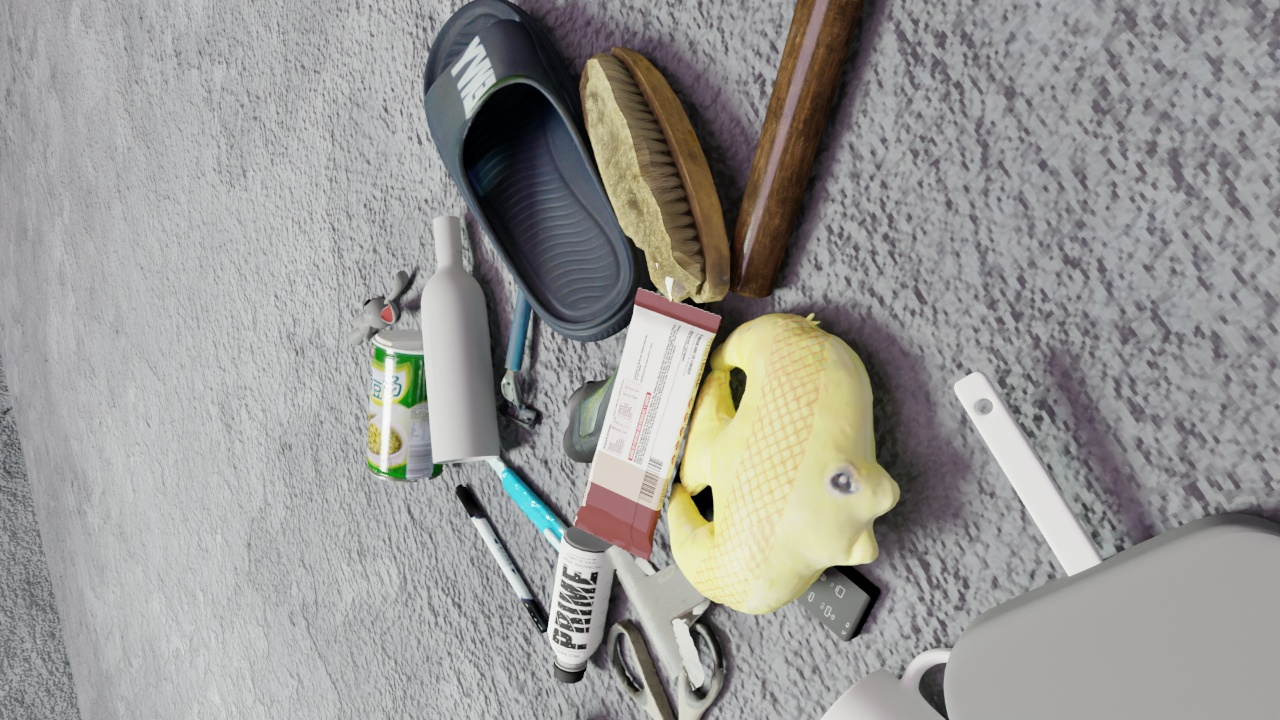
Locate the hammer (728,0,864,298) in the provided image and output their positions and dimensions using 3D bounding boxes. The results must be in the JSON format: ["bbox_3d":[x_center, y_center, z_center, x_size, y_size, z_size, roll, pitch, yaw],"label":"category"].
[{"bbox_3d":[0.119,-0.158,0.447,0.218,0.037,0.301,33,119,39],"label":"hammer"}]

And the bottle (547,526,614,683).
[{"bbox_3d":[-0.044,0.178,0.660,0.041,0.041,0.116,26,113,42],"label":"bottle"}]

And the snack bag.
[{"bbox_3d":[0.002,0.040,0.552,0.057,0.013,0.158,20,105,21],"label":"snack bag"}]

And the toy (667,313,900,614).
[{"bbox_3d":[0.073,0.057,0.500,0.155,0.064,0.170,27,102,53],"label":"toy"}]

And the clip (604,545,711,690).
[{"bbox_3d":[0.019,0.156,0.593,0.058,0.052,0.102,100,148,-42],"label":"clip"}]

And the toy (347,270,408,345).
[{"bbox_3d":[-0.242,-0.044,0.847,0.112,0.030,0.049,-26,47,48],"label":"toy"}]

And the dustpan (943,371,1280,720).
[{"bbox_3d":[0.200,0.118,0.374,0.163,0.033,0.257,-35,75,26],"label":"dustpan"}]

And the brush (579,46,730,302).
[{"bbox_3d":[0.006,-0.114,0.548,0.059,0.043,0.195,118,139,-53],"label":"brush"}]

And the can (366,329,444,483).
[{"bbox_3d":[-0.197,0.037,0.784,0.067,0.067,0.121,23,112,43],"label":"can"}]

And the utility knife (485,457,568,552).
[{"bbox_3d":[-0.099,0.098,0.725,0.179,0.015,0.022,43,123,33],"label":"utility knife"}]

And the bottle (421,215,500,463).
[{"bbox_3d":[-0.146,-0.018,0.730,0.053,0.052,0.195,-15,78,47],"label":"bottle"}]

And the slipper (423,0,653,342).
[{"bbox_3d":[-0.085,-0.135,0.605,0.111,0.083,0.268,-32,73,14],"label":"slipper"}]

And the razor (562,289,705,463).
[{"bbox_3d":[-0.003,0.003,0.586,0.067,0.053,0.152,38,116,27],"label":"razor"}]

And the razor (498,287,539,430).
[{"bbox_3d":[-0.090,-0.020,0.697,0.042,0.022,0.144,22,110,42],"label":"razor"}]

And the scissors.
[{"bbox_3d":[0.023,0.241,0.618,0.166,0.012,0.158,38,122,37],"label":"scissors"}]

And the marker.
[{"bbox_3d":[-0.115,0.160,0.755,0.152,0.011,0.011,51,128,29],"label":"marker"}]

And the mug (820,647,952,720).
[{"bbox_3d":[0.144,0.196,0.450,0.090,0.073,0.110,37,95,37],"label":"mug"}]

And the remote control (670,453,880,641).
[{"bbox_3d":[0.074,0.104,0.544,0.150,0.013,0.034,38,121,37],"label":"remote control"}]
